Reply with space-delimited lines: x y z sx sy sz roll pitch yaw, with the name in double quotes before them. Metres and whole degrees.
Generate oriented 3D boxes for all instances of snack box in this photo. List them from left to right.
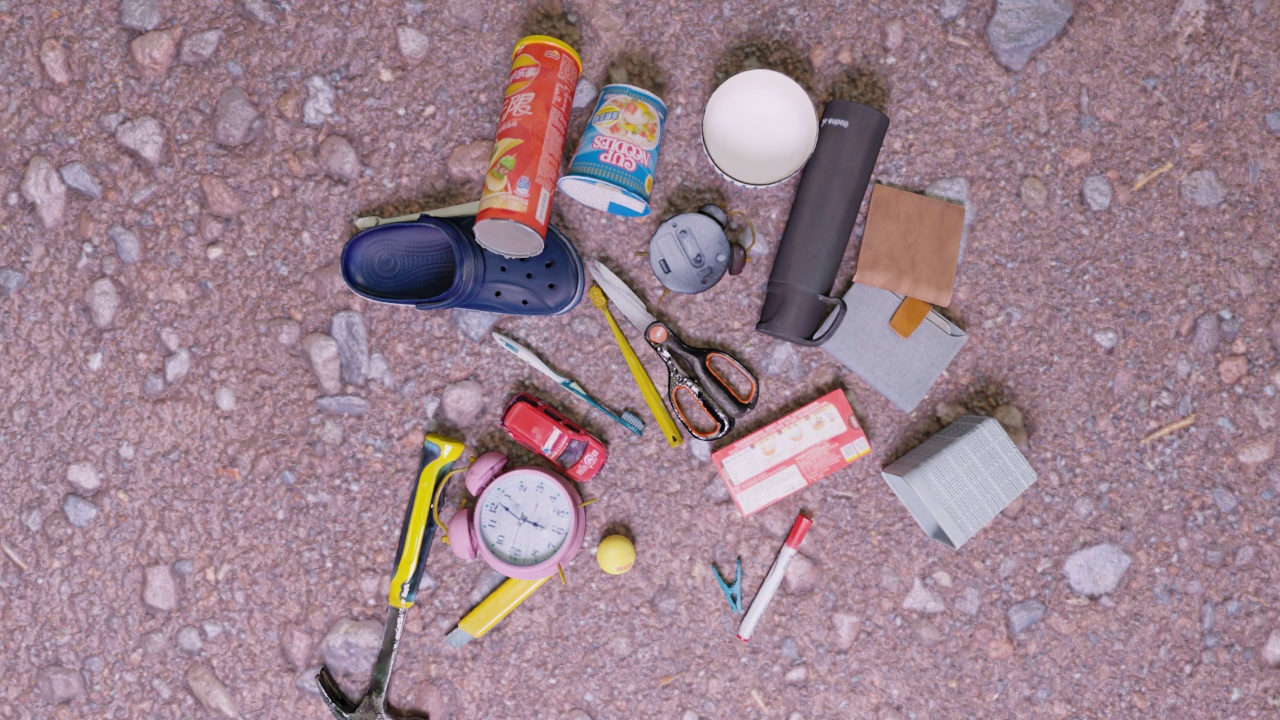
"snack box" 0.157 0.096 0.956 0.153 0.025 0.075 -28 89 1

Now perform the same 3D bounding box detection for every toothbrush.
"toothbrush" -0.209 -0.156 0.963 0.180 0.016 0.016 -8 92 1
"toothbrush" -0.075 0.022 0.964 0.191 0.016 0.018 34 81 0
"toothbrush" -0.006 0.006 0.962 0.015 0.016 0.190 -28 90 0

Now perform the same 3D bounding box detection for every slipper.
"slipper" -0.183 -0.101 0.927 0.253 0.095 0.105 3 93 4

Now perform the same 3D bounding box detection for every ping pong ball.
"ping pong ball" -0.025 0.201 0.952 0.040 0.040 0.040 0 90 1

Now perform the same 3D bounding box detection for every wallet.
"wallet" 0.259 -0.025 0.948 0.129 0.037 0.106 38 91 0
"wallet" 0.278 -0.119 0.943 0.101 0.020 0.115 17 72 1

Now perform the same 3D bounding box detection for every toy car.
"toy car" -0.090 0.081 0.951 0.120 0.045 0.053 33 92 -2

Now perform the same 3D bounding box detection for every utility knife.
"utility knife" -0.138 0.244 0.966 0.176 0.015 0.033 -40 82 1

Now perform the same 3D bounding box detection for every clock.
"clock" -0.133 0.157 0.933 0.158 0.060 0.117 18 78 5
"clock" 0.061 -0.113 0.941 0.122 0.055 0.082 -27 89 0

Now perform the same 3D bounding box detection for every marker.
"marker" 0.140 0.228 0.962 0.017 0.017 0.145 28 91 0

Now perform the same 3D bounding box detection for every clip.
"clip" 0.096 0.238 0.964 0.034 0.013 0.055 -10 88 1

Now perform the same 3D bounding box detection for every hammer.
"hammer" -0.249 0.235 0.960 0.126 0.032 0.323 14 91 0

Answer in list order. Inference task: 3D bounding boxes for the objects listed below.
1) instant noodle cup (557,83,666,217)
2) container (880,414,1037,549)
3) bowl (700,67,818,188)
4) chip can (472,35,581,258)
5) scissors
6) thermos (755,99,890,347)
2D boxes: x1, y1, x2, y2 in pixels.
"instant noodle cup" -0.022 -0.214 0.927 0.099 0.099 0.110 16 83 0
"container" 0.321 0.116 0.924 0.111 0.090 0.090 -38 90 -2
"bowl" 0.117 -0.230 0.934 0.116 0.066 0.116 0 91 1
"chip can" -0.108 -0.210 0.899 0.073 0.073 0.216 7 69 1
"scissors" 0.017 -0.007 0.952 0.235 0.021 0.139 26 93 -3
"thermos" 0.192 -0.134 0.928 0.090 0.068 0.242 18 91 35
